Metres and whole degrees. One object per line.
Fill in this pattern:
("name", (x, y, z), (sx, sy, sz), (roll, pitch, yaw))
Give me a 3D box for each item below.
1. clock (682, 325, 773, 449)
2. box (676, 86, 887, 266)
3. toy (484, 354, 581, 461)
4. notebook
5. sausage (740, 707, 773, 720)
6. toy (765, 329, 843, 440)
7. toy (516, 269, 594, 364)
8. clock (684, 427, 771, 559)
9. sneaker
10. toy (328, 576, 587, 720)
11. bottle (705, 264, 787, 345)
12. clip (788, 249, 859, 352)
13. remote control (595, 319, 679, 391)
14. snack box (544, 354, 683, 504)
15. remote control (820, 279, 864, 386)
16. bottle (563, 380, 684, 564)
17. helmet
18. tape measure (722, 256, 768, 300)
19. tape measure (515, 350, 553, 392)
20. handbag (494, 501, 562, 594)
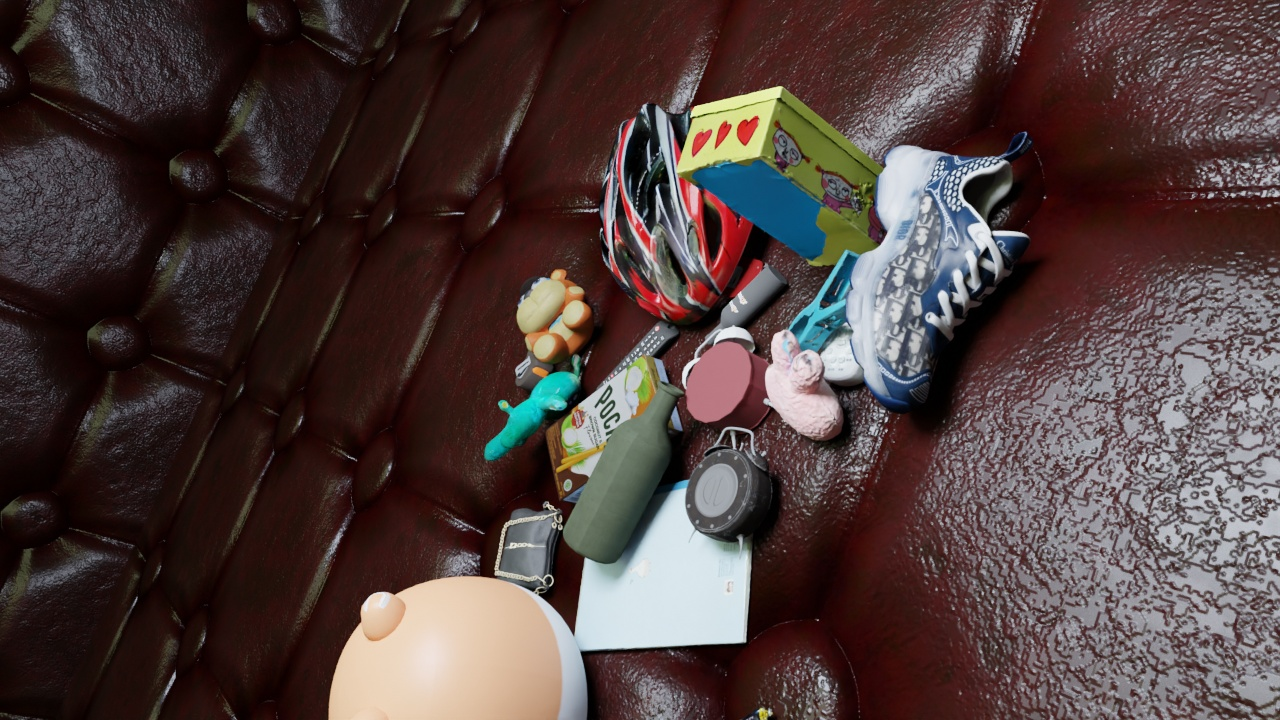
("clock", (0.095, 0.023, 0.993), (0.096, 0.048, 0.137), (-45, 40, 22))
("box", (0.154, -0.174, 0.900), (0.125, 0.220, 0.080), (2, 69, 53))
("toy", (-0.135, 0.060, 1.192), (0.131, 0.072, 0.192), (-37, 6, 42))
("notebook", (0.022, 0.219, 0.993), (0.254, 0.009, 0.180), (-20, 53, 43))
("sausage", (0.065, 0.360, 0.845), (0.156, 0.020, 0.020), (-43, 41, 25))
("toy", (0.155, 0.023, 0.885), (0.053, 0.105, 0.108), (-26, 42, -10))
("toy", (-0.121, -0.064, 1.279), (0.112, 0.096, 0.176), (-50, 24, 6))
("clock", (0.091, 0.131, 0.917), (0.091, 0.043, 0.122), (6, 72, 50))
("sneaker", (0.273, -0.082, 0.812), (0.133, 0.103, 0.269), (-3, 63, 43))
("toy", (-0.198, 0.354, 0.953), (0.266, 0.281, 0.262), (-17, 53, 19))
("bottle", (0.115, -0.058, 1.034), (0.113, 0.030, 0.030), (-45, 40, 22))
("clip", (0.177, -0.036, 0.890), (0.120, 0.027, 0.103), (-54, 15, 49))
("remote control", (-0.007, 0.007, 1.152), (0.147, 0.015, 0.033), (-47, 45, 21))
("snack box", (-0.037, 0.086, 1.113), (0.186, 0.031, 0.101), (-37, 52, 30))
("remote control", (0.210, -0.030, 0.903), (0.060, 0.028, 0.114), (4, 71, 51))
("bottle", (-0.012, 0.120, 1.011), (0.071, 0.071, 0.207), (38, 104, 53))
("helmet", (0.039, -0.178, 1.105), (0.218, 0.166, 0.271), (-26, 59, 55))
("tape measure", (0.118, -0.094, 1.060), (0.059, 0.019, 0.051), (24, 87, 54))
("tape measure", (-0.154, 0.014, 1.302), (0.059, 0.038, 0.058), (-56, 25, 16))
("handbag", (-0.134, 0.238, 1.144), (0.079, 0.054, 0.128), (-11, 57, 34))
